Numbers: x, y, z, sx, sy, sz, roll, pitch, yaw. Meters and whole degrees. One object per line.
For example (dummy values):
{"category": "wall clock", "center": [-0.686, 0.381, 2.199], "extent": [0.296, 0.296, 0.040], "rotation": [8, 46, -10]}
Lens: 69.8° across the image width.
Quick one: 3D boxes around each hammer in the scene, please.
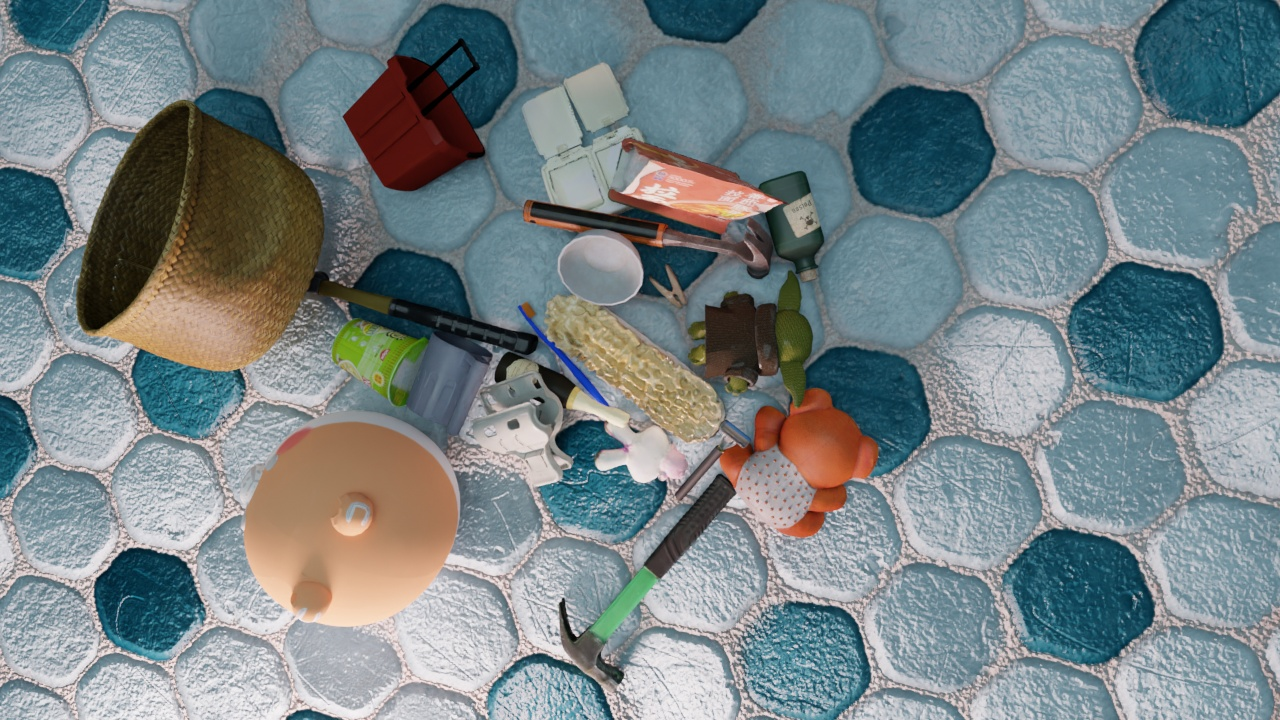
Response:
{"category": "hammer", "center": [0.006, -0.161, 1.128], "extent": [0.314, 0.138, 0.035], "rotation": [12, 79, 8]}
{"category": "hammer", "center": [0.013, 0.277, 1.202], "extent": [0.130, 0.032, 0.319], "rotation": [41, 97, 6]}
{"category": "hammer", "center": [-0.299, -0.063, 1.206], "extent": [0.333, 0.117, 0.025], "rotation": [16, 97, 3]}

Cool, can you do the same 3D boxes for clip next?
{"category": "clip", "center": [0.043, -0.098, 1.186], "extent": [0.061, 0.024, 0.041], "rotation": [42, 100, -3]}
{"category": "clip", "center": [-0.154, 0.098, 1.179], "extent": [0.126, 0.095, 0.152], "rotation": [-17, 96, 43]}

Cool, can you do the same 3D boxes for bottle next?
{"category": "bottle", "center": [0.192, -0.162, 1.138], "extent": [0.061, 0.061, 0.131], "rotation": [-16, 90, 11]}
{"category": "bottle", "center": [-0.100, 0.044, 1.196], "extent": [0.184, 0.045, 0.045], "rotation": [23, 96, 11]}

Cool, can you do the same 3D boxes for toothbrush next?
{"category": "toothbrush", "center": [-0.100, -0.007, 1.215], "extent": [0.018, 0.016, 0.182], "rotation": [-42, 86, 3]}

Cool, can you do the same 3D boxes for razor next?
{"category": "razor", "center": [0.085, 0.130, 1.166], "extent": [0.043, 0.022, 0.145], "rotation": [40, 123, 4]}

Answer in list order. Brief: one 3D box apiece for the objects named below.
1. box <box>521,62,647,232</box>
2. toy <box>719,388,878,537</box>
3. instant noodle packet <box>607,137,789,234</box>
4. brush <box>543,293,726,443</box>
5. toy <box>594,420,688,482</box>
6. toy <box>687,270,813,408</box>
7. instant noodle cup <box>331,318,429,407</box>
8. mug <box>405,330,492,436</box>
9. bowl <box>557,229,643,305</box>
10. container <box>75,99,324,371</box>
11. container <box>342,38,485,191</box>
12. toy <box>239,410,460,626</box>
{"category": "box", "center": [-0.066, -0.272, 1.182], "extent": [0.144, 0.050, 0.184], "rotation": [-22, 90, 9]}
{"category": "toy", "center": [0.200, 0.124, 1.141], "extent": [0.164, 0.092, 0.173], "rotation": [47, 111, 7]}
{"category": "instant noodle packet", "center": [0.065, -0.206, 1.057], "extent": [0.164, 0.221, 0.084], "rotation": [16, 94, -14]}
{"category": "brush", "center": [-0.007, 0.007, 1.180], "extent": [0.271, 0.056, 0.083], "rotation": [38, 94, 5]}
{"category": "toy", "center": [0.003, 0.121, 1.193], "extent": [0.123, 0.038, 0.079], "rotation": [19, 83, 8]}
{"category": "toy", "center": [0.137, -0.025, 1.143], "extent": [0.153, 0.078, 0.179], "rotation": [-1, 69, 4]}
{"category": "instant noodle cup", "center": [-0.346, -0.003, 1.220], "extent": [0.108, 0.098, 0.099], "rotation": [24, 96, 15]}
{"category": "mug", "center": [-0.242, 0.031, 1.191], "extent": [0.083, 0.124, 0.104], "rotation": [19, 99, -36]}
{"category": "bowl", "center": [-0.046, -0.121, 1.130], "extent": [0.106, 0.039, 0.106], "rotation": [6, 133, 7]}
{"category": "container", "center": [-0.542, -0.139, 1.143], "extent": [0.308, 0.196, 0.306], "rotation": [-19, 60, 36]}
{"category": "container", "center": [-0.263, -0.321, 1.172], "extent": [0.201, 0.126, 0.148], "rotation": [-32, 88, 19]}
{"category": "toy", "center": [-0.361, 0.197, 1.135], "extent": [0.265, 0.280, 0.263], "rotation": [26, 96, -13]}
